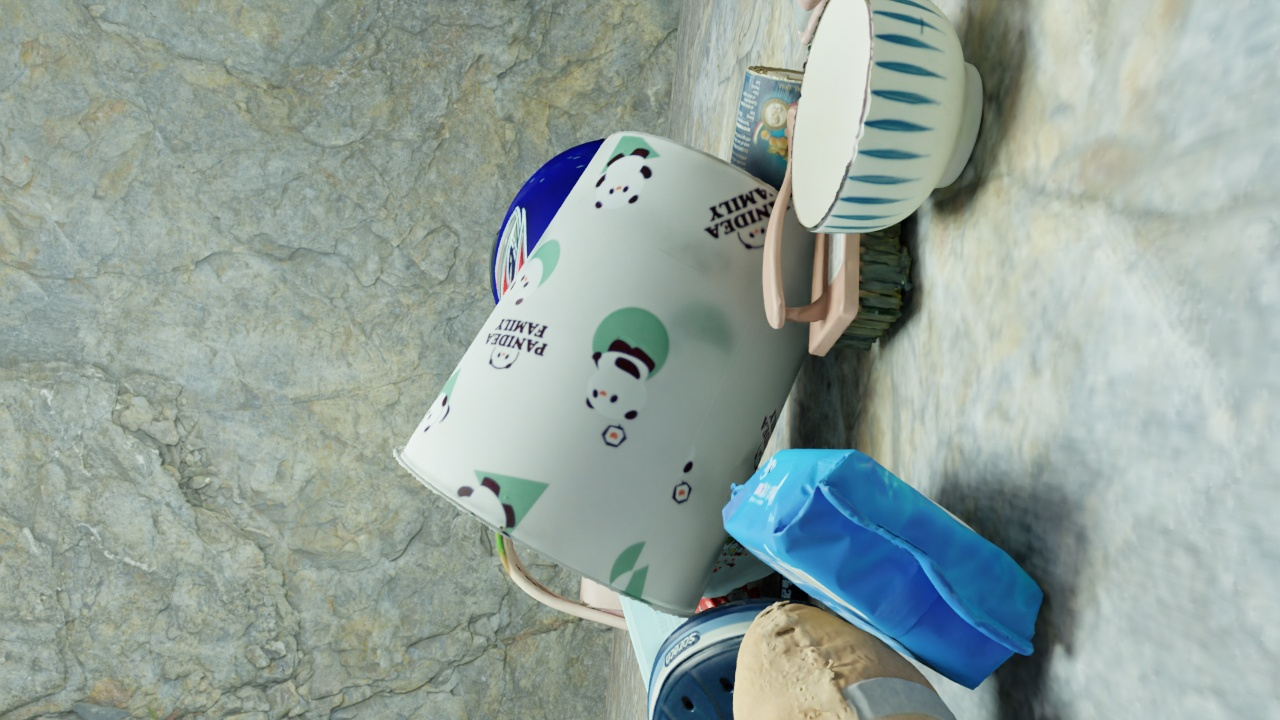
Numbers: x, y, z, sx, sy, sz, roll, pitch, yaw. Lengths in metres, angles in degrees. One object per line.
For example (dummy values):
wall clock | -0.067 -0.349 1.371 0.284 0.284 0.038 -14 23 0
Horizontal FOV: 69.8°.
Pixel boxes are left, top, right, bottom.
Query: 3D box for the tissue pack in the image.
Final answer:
tissue pack | 0.090 0.076 0.376 0.052 0.095 0.157 -54 0 -8

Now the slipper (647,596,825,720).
slipper | 0.053 0.256 0.549 0.095 0.105 0.253 -96 13 -63

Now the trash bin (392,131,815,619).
trash bin | -0.004 0.004 0.616 0.251 0.229 0.229 -62 2 -4

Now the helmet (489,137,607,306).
helmet | -0.011 -0.043 0.847 0.239 0.248 0.316 -53 -42 -63

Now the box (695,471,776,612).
box | 0.082 0.153 0.736 0.101 0.095 0.201 -42 10 5

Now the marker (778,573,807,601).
marker | 0.101 0.178 0.612 0.022 0.020 0.132 25 -111 -71

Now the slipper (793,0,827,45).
slipper | 0.120 -0.294 0.604 0.274 0.054 0.114 64 -151 -85

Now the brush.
brush | 0.108 -0.080 0.514 0.063 0.073 0.145 103 174 -69

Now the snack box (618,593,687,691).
snack box | 0.030 0.229 0.681 0.174 0.051 0.074 -121 9 -69

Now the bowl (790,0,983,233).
bowl | 0.118 -0.116 0.436 0.116 0.066 0.116 -176 92 -84

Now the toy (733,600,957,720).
toy | 0.083 0.200 0.360 0.143 0.082 0.226 -108 8 -50

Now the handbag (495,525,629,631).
handbag | -0.027 0.175 0.921 0.093 0.234 0.193 101 174 -72

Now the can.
can | 0.104 -0.154 0.670 0.075 0.075 0.111 -92 9 -66
